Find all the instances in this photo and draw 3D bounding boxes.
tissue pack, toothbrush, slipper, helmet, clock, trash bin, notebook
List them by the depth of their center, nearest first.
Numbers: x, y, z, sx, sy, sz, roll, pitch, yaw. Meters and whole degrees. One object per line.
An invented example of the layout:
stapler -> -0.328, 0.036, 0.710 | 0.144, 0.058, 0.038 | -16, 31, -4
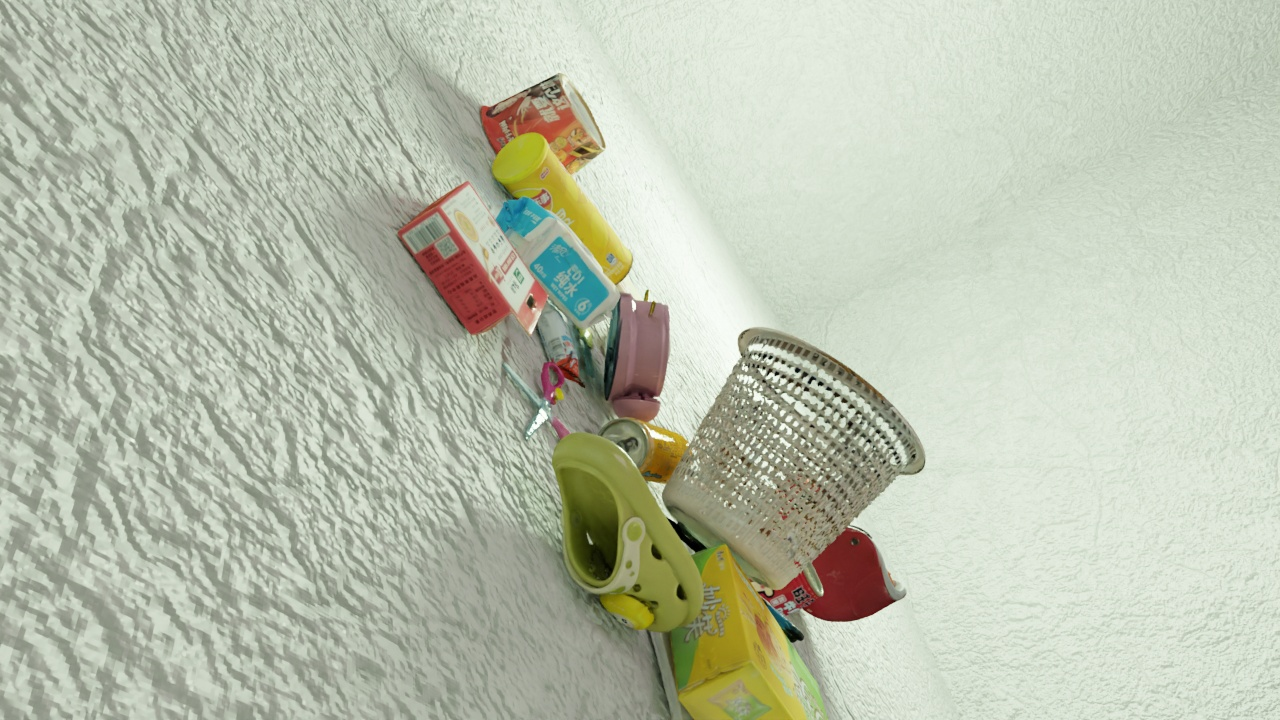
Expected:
slipper -> -0.024, 0.144, 0.703 | 0.081, 0.092, 0.190 | -43, 121, -36
notebook -> 0.038, 0.248, 0.842 | 0.150, 0.012, 0.208 | 48, 18, -49
trash bin -> 0.135, 0.110, 0.916 | 0.227, 0.192, 0.228 | 38, -13, 10
toothbrush -> 0.087, 0.216, 0.918 | 0.189, 0.014, 0.016 | 37, -14, 24
tissue pack -> -0.084, -0.099, 0.928 | 0.140, 0.063, 0.090 | 48, -4, -40
toothbrush -> 0.098, 0.226, 0.952 | 0.186, 0.012, 0.017 | 41, -15, 40
clock -> -0.006, 0.006, 0.986 | 0.117, 0.060, 0.158 | -113, -150, -76
helmet -> 0.258, 0.277, 1.336 | 0.207, 0.144, 0.240 | 48, 5, -46

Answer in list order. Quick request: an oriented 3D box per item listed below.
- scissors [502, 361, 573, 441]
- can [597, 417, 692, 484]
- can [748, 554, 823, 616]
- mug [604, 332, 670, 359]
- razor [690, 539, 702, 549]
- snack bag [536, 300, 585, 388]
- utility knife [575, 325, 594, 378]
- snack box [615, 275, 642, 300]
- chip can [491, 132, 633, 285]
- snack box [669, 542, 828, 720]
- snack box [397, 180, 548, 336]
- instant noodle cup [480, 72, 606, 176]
scissors -> -0.079, 0.047, 0.805 | 0.135, 0.017, 0.133 | 60, 17, -13
can -> 0.006, 0.093, 0.932 | 0.058, 0.058, 0.146 | 66, 14, 18
can -> 0.159, 0.266, 1.073 | 0.066, 0.094, 0.066 | 56, 14, -22
mug -> 0.002, -0.024, 1.132 | 0.078, 0.078, 0.122 | 60, 9, -5
razor -> 0.073, 0.227, 0.996 | 0.042, 0.022, 0.142 | -2, 48, -25
snack bag -> -0.082, -0.021, 0.905 | 0.048, 0.026, 0.104 | 56, 11, -60
utility knife -> -0.064, -0.043, 1.035 | 0.031, 0.022, 0.213 | 51, 10, -34
snack box -> -0.035, -0.107, 1.260 | 0.156, 0.027, 0.077 | 56, 14, -22
chip can -> -0.089, -0.173, 1.098 | 0.213, 0.072, 0.072 | 50, 18, -45
snack box -> 0.102, 0.289, 0.808 | 0.210, 0.070, 0.157 | 57, 11, -24
snack box -> -0.137, -0.079, 0.776 | 0.127, 0.044, 0.113 | 56, 13, -16
instant noodle cup -> -0.116, -0.283, 1.137 | 0.138, 0.109, 0.137 | 55, 15, -23
